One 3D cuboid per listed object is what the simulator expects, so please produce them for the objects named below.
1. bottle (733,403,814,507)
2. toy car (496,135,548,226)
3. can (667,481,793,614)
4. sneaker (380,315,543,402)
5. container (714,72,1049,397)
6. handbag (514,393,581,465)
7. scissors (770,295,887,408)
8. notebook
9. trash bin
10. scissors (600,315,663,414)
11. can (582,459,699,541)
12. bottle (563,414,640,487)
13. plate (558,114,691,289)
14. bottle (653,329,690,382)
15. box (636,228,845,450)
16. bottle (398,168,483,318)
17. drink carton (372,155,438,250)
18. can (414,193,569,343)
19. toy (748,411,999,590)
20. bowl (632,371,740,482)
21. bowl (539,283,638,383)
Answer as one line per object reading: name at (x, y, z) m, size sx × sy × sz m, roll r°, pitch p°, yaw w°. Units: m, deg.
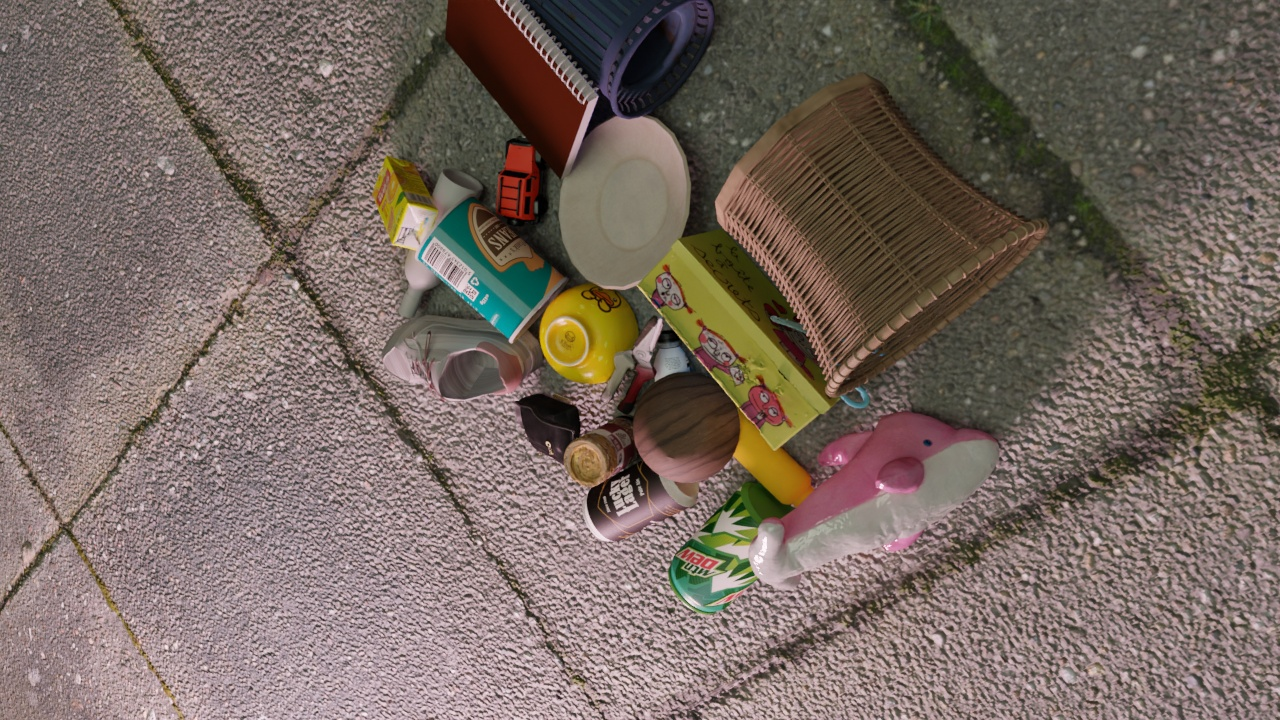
bottle at (0.137, 0.109, 0.987) m, size 0.143 × 0.043 × 0.043 m, roll 44°, pitch 117°, yaw 12°
toy car at (-0.137, -0.206, 1.055) m, size 0.051 × 0.048 × 0.100 m, roll 13°, pitch 107°, yaw 24°
can at (0.101, 0.207, 1.005) m, size 0.083 × 0.082 × 0.144 m, roll 45°, pitch 117°, yaw 12°
sneaker at (-0.239, 0.006, 1.123) m, size 0.237 × 0.089 × 0.099 m, roll -2°, pitch 117°, yaw 27°
container at (0.200, -0.113, 0.812) m, size 0.227 × 0.226 × 0.196 m, roll -44°, pitch 73°, yaw 28°
handbag at (-0.108, 0.084, 1.087) m, size 0.129 × 0.054 × 0.079 m, roll 15°, pitch 118°, yaw 58°
scissors at (0.195, -0.022, 0.902) m, size 0.139 × 0.117 × 0.015 m, roll 57°, pitch 147°, yaw 9°
notebook at (-0.130, -0.310, 0.954) m, size 0.209 × 0.022 × 0.172 m, roll 51°, pitch 159°, yaw 4°
trash bin at (-0.062, -0.378, 0.928) m, size 0.249 × 0.139 × 0.140 m, roll 45°, pitch 117°, yaw 14°
scissors at (-0.001, 0.010, 0.997) m, size 0.189 × 0.015 × 0.140 m, roll -14°, pitch 129°, yaw 45°
can at (0.000, 0.156, 1.052) m, size 0.129 × 0.071 × 0.072 m, roll -31°, pitch 86°, yaw 29°
bottle at (-0.037, 0.101, 1.040) m, size 0.056 × 0.105 × 0.056 m, roll 6°, pitch 104°, yaw 26°
plate at (-0.014, -0.171, 0.994) m, size 0.189 × 0.027 × 0.188 m, roll 0°, pitch 90°, yaw 41°
bottle at (0.036, 0.024, 1.022) m, size 0.041 × 0.041 × 0.116 m, roll -1°, pitch 101°, yaw 28°
box at (0.109, -0.028, 0.928) m, size 0.080 × 0.124 × 0.221 m, roll -43°, pitch 79°, yaw 28°
bottle at (-0.254, -0.138, 1.129) m, size 0.052 × 0.052 × 0.196 m, roll 37°, pitch 115°, yaw 16°
drink carton at (-0.286, -0.191, 1.103) m, size 0.059 × 0.043 × 0.134 m, roll -62°, pitch 38°, yaw 24°
can at (-0.168, -0.104, 1.046) m, size 0.144 × 0.099 × 0.099 m, roll 42°, pitch 117°, yaw -3°
toy at (0.216, 0.124, 0.903) m, size 0.265 × 0.187 × 0.127 m, roll -29°, pitch 53°, yaw -1°
bowl at (0.044, 0.071, 0.974) m, size 0.119 × 0.032 × 0.119 m, roll -1°, pitch 87°, yaw 18°
bowl at (-0.067, -0.027, 1.049) m, size 0.117 × 0.067 × 0.117 m, roll 6°, pitch 104°, yaw 26°
